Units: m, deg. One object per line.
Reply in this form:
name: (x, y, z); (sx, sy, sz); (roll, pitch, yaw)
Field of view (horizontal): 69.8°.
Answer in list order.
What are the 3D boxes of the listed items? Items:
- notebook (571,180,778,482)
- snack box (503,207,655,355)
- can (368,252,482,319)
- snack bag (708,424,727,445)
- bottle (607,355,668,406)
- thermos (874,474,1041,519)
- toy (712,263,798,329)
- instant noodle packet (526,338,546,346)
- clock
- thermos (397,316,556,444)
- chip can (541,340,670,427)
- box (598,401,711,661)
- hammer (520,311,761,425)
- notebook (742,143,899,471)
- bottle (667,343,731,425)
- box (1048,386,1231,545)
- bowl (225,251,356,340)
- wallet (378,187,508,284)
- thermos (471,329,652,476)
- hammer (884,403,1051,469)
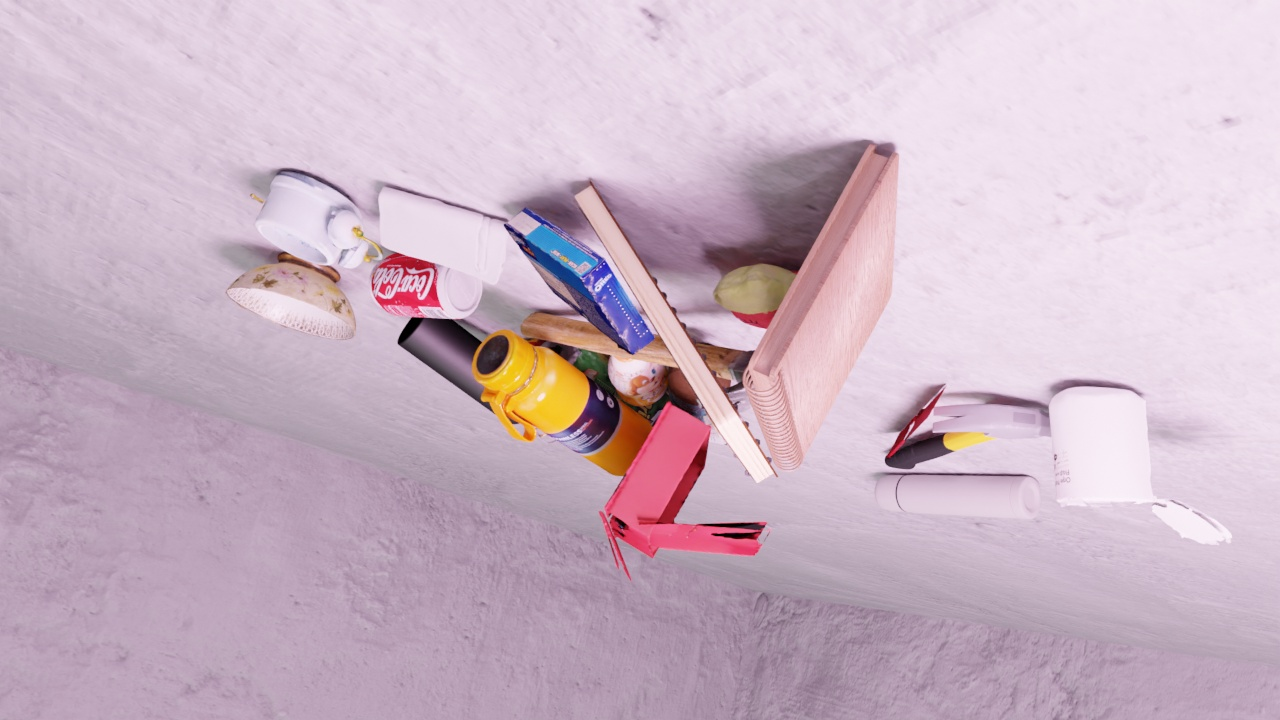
notebook: (0.029, -0.015, 0.702); (0.024, 0.225, 0.167); (-32, 153, 3)
snack box: (-0.051, -0.066, 0.718); (0.150, 0.027, 0.082); (38, 164, 51)
can: (-0.214, -0.075, 0.910); (0.105, 0.064, 0.064); (4, 160, 31)
snack bag: (0.090, 0.091, 1.274); (0.057, 0.013, 0.158); (13, 163, 13)
bottle: (-0.006, 0.006, 0.997); (0.063, 0.063, 0.109); (9, 158, 17)
thermos: (0.411, 0.178, 1.215); (0.052, 0.052, 0.225); (26, 160, -33)
toy: (0.115, -0.048, 0.750); (0.092, 0.045, 0.135); (-2, 167, 40)
instant noodle packet: (-0.124, 0.010, 1.152); (0.098, 0.039, 0.136); (32, 158, -28)
clock: (-0.286, -0.122, 0.826); (0.117, 0.057, 0.083); (23, 162, -2)
thermos: (-0.181, 0.024, 1.106); (0.231, 0.061, 0.061); (39, 154, -23)
chip can: (-0.028, 0.036, 1.097); (0.076, 0.075, 0.223); (-2, 156, 43)
box: (-0.002, 0.309, 0.934); (0.141, 0.509, 0.215); (12, 162, 6)
hammer: (0.003, -0.012, 0.892); (0.331, 0.131, 0.033); (12, 135, 40)
notebook: (0.126, -0.020, 0.621); (0.022, 0.169, 0.210); (26, 168, 21)
bottle: (0.063, 0.021, 0.976); (0.068, 0.067, 0.157); (12, 163, 7)
box: (0.438, 0.094, 0.806); (0.143, 0.137, 0.083); (3, 168, 1)
bowl: (-0.385, -0.079, 1.041); (0.145, 0.063, 0.145); (14, 163, 4)
wallet: (-0.172, -0.115, 0.813); (0.116, 0.032, 0.086); (20, 152, -8)
thermos: (-0.079, 0.053, 0.971); (0.076, 0.091, 0.232); (-21, 142, 27)
hammer: (0.346, 0.092, 1.028); (0.127, 0.029, 0.324); (8, 166, -5)
